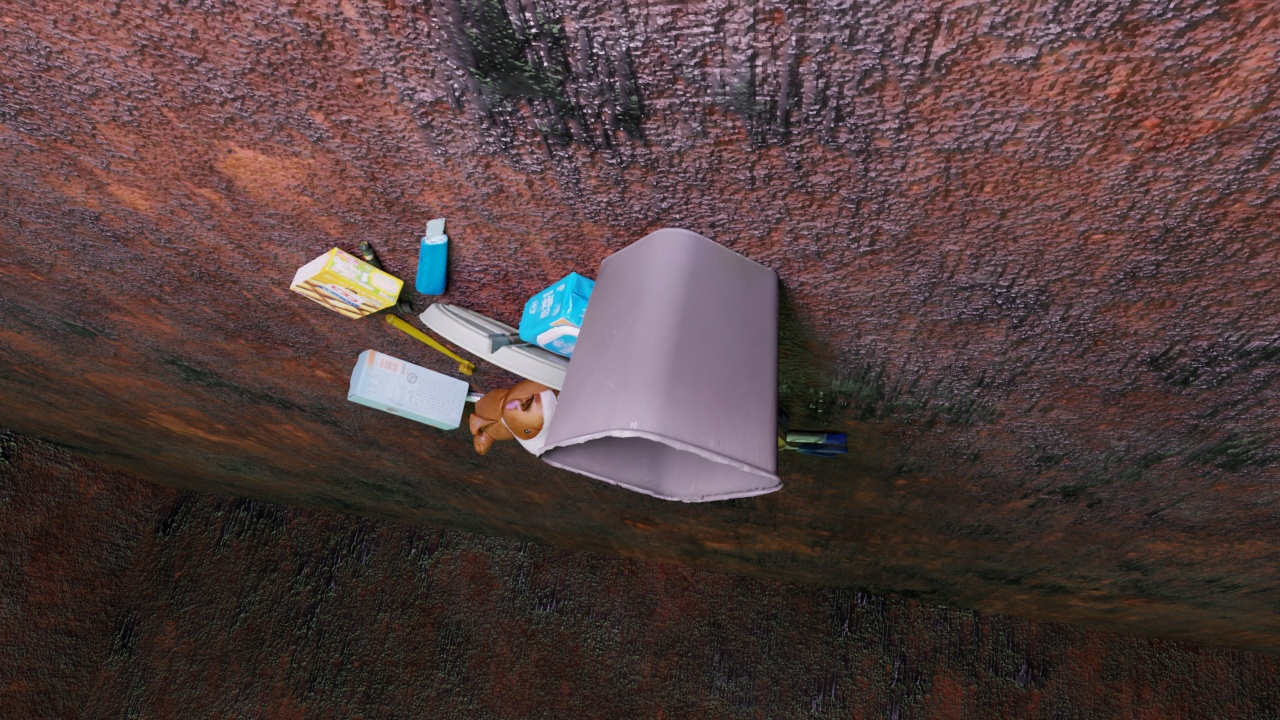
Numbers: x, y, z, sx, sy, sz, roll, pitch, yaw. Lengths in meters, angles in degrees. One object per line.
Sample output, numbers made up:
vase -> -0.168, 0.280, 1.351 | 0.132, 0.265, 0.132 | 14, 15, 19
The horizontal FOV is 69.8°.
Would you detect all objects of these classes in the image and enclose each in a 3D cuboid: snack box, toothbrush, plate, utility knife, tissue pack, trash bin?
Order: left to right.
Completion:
snack box -> -0.347, -0.088, 1.079 | 0.087, 0.033, 0.141 | 29, 156, -31
toothbrush -> -0.300, -0.095, 1.090 | 0.017, 0.012, 0.186 | 3, 160, 2
snack box -> -0.358, 0.048, 1.424 | 0.174, 0.074, 0.052 | 21, 159, -29
toothbrush -> -0.292, -0.020, 1.287 | 0.016, 0.016, 0.190 | -1, 158, 27
utility knife -> -0.224, -0.112, 0.995 | 0.034, 0.018, 0.186 | -1, 162, -16
plate -> -0.149, -0.015, 1.084 | 0.230, 0.027, 0.230 | 25, -175, -2
tissue pack -> -0.072, -0.045, 1.038 | 0.090, 0.063, 0.140 | 22, 157, -28
trash bin -> 0.033, 0.010, 0.908 | 0.198, 0.219, 0.200 | 22, 157, -29

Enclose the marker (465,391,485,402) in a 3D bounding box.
marker -> -0.244, 0.066, 1.506 | 0.145, 0.017, 0.017 | 11, 161, -3

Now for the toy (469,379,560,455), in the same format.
toy -> -0.177, 0.087, 1.385 | 0.139, 0.130, 0.200 | -15, 170, -41

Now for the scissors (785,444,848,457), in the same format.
scissors -> 0.249, 0.136, 1.427 | 0.175, 0.012, 0.163 | 14, 168, -37

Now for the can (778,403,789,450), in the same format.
can -> 0.163, 0.083, 1.302 | 0.075, 0.049, 0.148 | -3, 157, 33

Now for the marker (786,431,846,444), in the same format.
marker -> 0.241, 0.117, 1.405 | 0.146, 0.016, 0.017 | 1, 159, 24

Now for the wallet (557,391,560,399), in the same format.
wallet -> -0.042, 0.063, 1.301 | 0.130, 0.037, 0.106 | -12, 146, 10
